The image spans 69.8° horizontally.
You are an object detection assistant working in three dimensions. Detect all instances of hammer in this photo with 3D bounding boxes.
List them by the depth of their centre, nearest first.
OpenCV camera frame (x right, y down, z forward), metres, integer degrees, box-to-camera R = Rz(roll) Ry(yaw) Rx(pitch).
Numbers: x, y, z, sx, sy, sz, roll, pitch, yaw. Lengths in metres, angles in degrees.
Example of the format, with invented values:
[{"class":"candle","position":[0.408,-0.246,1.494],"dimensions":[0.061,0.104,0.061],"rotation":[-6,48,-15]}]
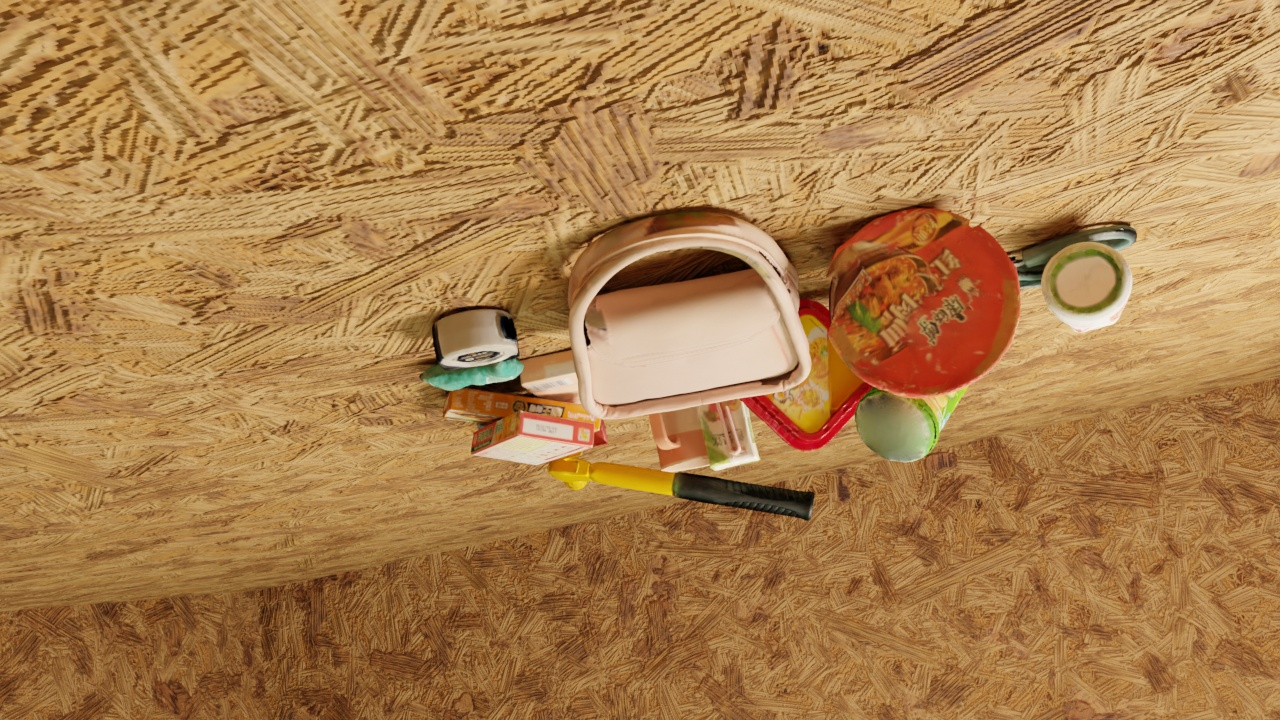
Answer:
[{"class":"hammer","position":[0.040,0.138,1.019],"dimensions":[0.301,0.032,0.129],"rotation":[7,163,12]}]

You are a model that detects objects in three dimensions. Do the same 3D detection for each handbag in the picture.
[{"class":"handbag","position":[0.029,-0.040,0.688],"dimensions":[0.193,0.093,0.234],"rotation":[-12,159,6]}]

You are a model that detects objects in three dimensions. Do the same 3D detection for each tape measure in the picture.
[{"class":"tape measure","position":[-0.130,-0.017,0.721],"dimensions":[0.065,0.033,0.066],"rotation":[-11,169,-6]}]

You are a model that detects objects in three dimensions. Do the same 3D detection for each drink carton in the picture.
[{"class":"drink carton","position":[0.091,0.054,0.997],"dimensions":[0.053,0.122,0.045],"rotation":[-14,165,14]}]

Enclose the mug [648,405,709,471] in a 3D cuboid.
[{"class":"mug","position":[0.045,0.068,1.050],"dimensions":[0.082,0.105,0.114],"rotation":[-19,164,31]}]

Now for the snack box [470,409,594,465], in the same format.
[{"class":"snack box","position":[-0.112,0.081,0.926],"dimensions":[0.077,0.027,0.156],"rotation":[12,163,-24]}]

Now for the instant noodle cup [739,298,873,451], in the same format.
[{"class":"instant noodle cup","position":[0.151,0.014,0.883],"dimensions":[0.116,0.116,0.123],"rotation":[-47,179,-1]}]

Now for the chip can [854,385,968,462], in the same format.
[{"class":"chip can","position":[0.267,0.008,0.836],"dimensions":[0.073,0.072,0.220],"rotation":[-25,-168,47]}]

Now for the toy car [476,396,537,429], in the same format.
[{"class":"toy car","position":[-0.128,0.058,1.029],"dimensions":[0.120,0.037,0.054],"rotation":[-11,175,-45]}]

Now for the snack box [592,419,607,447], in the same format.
[{"class":"snack box","position":[-0.099,0.089,1.118],"dimensions":[0.113,0.044,0.127],"rotation":[-10,177,-4]}]

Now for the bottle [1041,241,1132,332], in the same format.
[{"class":"bottle","position":[0.407,-0.060,0.836],"dimensions":[0.068,0.068,0.196],"rotation":[-17,170,25]}]

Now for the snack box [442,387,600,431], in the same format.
[{"class":"snack box","position":[-0.122,0.054,0.943],"dimensions":[0.153,0.026,0.075],"rotation":[8,168,-14]}]

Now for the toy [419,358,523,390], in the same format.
[{"class":"toy","position":[-0.151,0.010,0.831],"dimensions":[0.092,0.030,0.096],"rotation":[-8,174,8]}]

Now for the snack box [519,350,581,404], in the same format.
[{"class":"snack box","position":[-0.063,0.020,0.938],"dimensions":[0.084,0.026,0.157],"rotation":[-11,167,6]}]

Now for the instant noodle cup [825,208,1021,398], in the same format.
[{"class":"instant noodle cup","position":[0.211,-0.039,0.709],"dimensions":[0.138,0.138,0.108],"rotation":[-13,175,9]}]

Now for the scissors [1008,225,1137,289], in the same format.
[{"class":"scissors","position":[0.359,-0.086,0.860],"dimensions":[0.177,0.019,0.171],"rotation":[-13,167,2]}]
